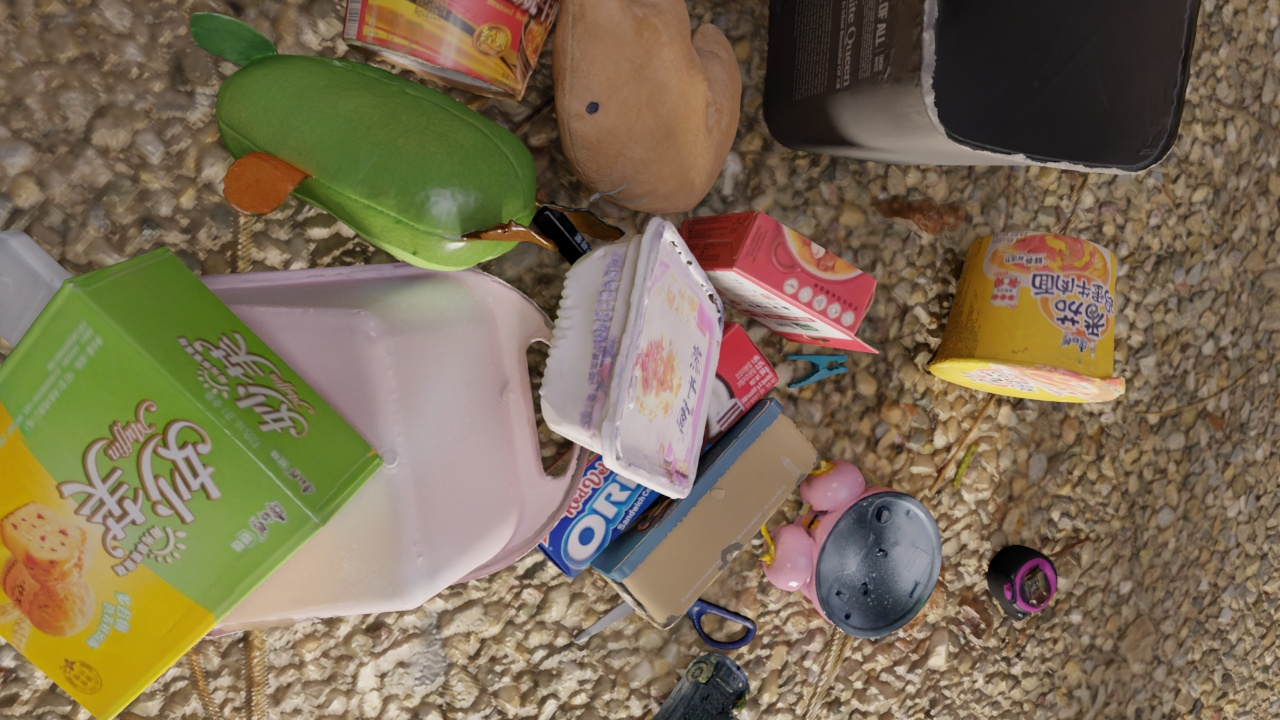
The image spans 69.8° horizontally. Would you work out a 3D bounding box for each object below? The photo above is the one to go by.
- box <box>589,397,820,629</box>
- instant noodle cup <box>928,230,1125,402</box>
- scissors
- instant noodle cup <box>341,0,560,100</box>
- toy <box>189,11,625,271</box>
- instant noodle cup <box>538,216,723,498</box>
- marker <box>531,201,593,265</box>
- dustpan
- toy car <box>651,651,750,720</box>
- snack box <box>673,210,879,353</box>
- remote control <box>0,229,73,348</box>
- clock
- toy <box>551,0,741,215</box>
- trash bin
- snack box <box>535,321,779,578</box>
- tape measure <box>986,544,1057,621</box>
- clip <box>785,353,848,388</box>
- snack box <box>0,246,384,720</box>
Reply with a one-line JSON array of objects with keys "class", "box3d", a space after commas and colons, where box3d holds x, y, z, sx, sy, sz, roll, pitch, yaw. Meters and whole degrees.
[{"class": "box", "box3d": [0.049, 0.100, 0.648, 0.059, 0.090, 0.184, 45, 74, -7]}, {"class": "instant noodle cup", "box3d": [0.307, -0.033, 0.723, 0.138, 0.138, 0.109, 16, 82, -23]}, {"class": "scissors", "box3d": [0.029, 0.168, 0.697, 0.175, 0.012, 0.162, -44, 109, -9]}, {"class": "instant noodle cup", "box3d": [-0.109, -0.221, 0.535, 0.137, 0.138, 0.109, 14, 100, -23]}, {"class": "toy", "box3d": [-0.134, -0.109, 0.512, 0.247, 0.226, 0.090, 27, 114, 13]}, {"class": "instant noodle cup", "box3d": [-0.003, 0.003, 0.546, 0.060, 0.173, 0.138, 8, 78, 17]}, {"class": "marker", "box3d": [-0.028, -0.055, 0.643, 0.022, 0.020, 0.132, -34, 112, 16]}, {"class": "dustpan", "box3d": [-0.180, 0.051, 0.567, 0.274, 0.138, 0.222, -1, 102, 19]}, {"class": "toy car", "box3d": [0.036, 0.279, 0.701, 0.054, 0.037, 0.120, 47, 69, -19]}, {"class": "snack box", "box3d": [0.096, -0.055, 0.641, 0.127, 0.113, 0.044, 27, 85, -23]}, {"class": "remote control", "box3d": [-0.310, -0.010, 0.506, 0.136, 0.020, 0.056, 43, 112, -2]}, {"class": "clock", "box3d": [0.159, 0.143, 0.721, 0.158, 0.060, 0.117, 35, 84, -23]}, {"class": "toy", "box3d": [-0.005, -0.164, 0.553, 0.225, 0.083, 0.143, 13, 85, -63]}, {"class": "trash bin", "box3d": [0.202, -0.220, 0.605, 0.198, 0.220, 0.199, 2, 96, -23]}, {"class": "snack box", "box3d": [0.001, 0.059, 0.648, 0.207, 0.058, 0.057, -42, 107, -11]}, {"class": "tape measure", "box3d": [0.338, 0.194, 0.808, 0.057, 0.039, 0.058, -33, 107, -15]}, {"class": "clip", "box3d": [0.139, 0.004, 0.719, 0.055, 0.013, 0.038, -10, 101, -21]}, {"class": "snack box", "box3d": [-0.262, 0.069, 0.472, 0.210, 0.069, 0.157, -40, 99, 22]}]
